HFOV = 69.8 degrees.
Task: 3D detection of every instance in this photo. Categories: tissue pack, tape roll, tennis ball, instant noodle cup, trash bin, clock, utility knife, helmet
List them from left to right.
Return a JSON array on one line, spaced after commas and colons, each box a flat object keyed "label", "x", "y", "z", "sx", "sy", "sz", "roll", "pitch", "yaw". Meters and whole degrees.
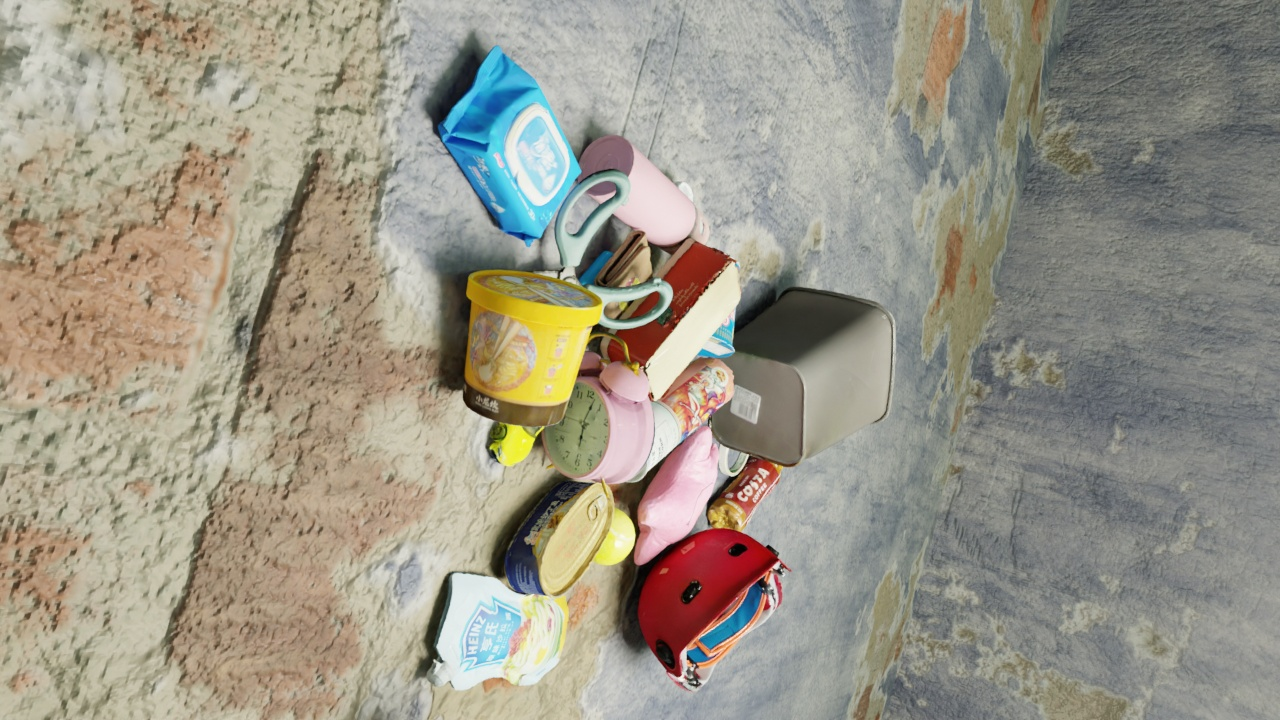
[{"label": "tissue pack", "x": -0.107, "y": -0.179, "z": 0.786, "sx": 0.094, "sy": 0.052, "sz": 0.157, "roll": -62, "pitch": 147, "yaw": -23}, {"label": "instant noodle cup", "x": -0.101, "y": -0.011, "z": 0.811, "sx": 0.118, "sy": 0.118, "sz": 0.114, "roll": -13, "pitch": 121, "yaw": -57}, {"label": "utility knife", "x": -0.072, "y": -0.051, "z": 0.931, "sx": 0.178, "sy": 0.018, "sz": 0.034, "roll": -52, "pitch": 143, "yaw": -34}, {"label": "clock", "x": -0.043, "y": 0.050, "z": 0.928, "sx": 0.059, "sy": 0.117, "sz": 0.158, "roll": 4, "pitch": 100, "yaw": -48}, {"label": "tennis ball", "x": -0.039, "y": 0.199, "z": 1.042, "sx": 0.065, "sy": 0.065, "sz": 0.065, "roll": -30, "pitch": 127, "yaw": -51}, {"label": "instant noodle cup", "x": 0.074, "y": -0.071, "z": 1.101, "sx": 0.099, "sy": 0.099, "sz": 0.109, "roll": 34, "pitch": 65, "yaw": -58}, {"label": "helmet", "x": 0.080, "y": 0.296, "z": 1.179, "sx": 0.206, "sy": 0.144, "sz": 0.240, "roll": -38, "pitch": 152, "yaw": -21}, {"label": "tape roll", "x": 0.141, "y": 0.129, "z": 1.362, "sx": 0.085, "sy": 0.014, "sz": 0.086, "roll": -30, "pitch": 127, "yaw": -51}, {"label": "trash bin", "x": 0.218, "y": 0.026, "z": 1.291, "sx": 0.219, "sy": 0.199, "sz": 0.199, "roll": -28, "pitch": 123, "yaw": -43}]

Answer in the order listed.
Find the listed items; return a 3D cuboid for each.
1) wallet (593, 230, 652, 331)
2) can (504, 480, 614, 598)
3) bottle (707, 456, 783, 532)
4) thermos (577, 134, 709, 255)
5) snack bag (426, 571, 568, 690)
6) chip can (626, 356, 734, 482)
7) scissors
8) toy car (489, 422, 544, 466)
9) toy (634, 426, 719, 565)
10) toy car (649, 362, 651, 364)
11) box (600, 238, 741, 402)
[{"label": "wallet", "x": -0.014, "y": -0.072, "z": 0.981, "sx": 0.090, "sy": 0.033, "sz": 0.115, "roll": -53, "pitch": 154, "yaw": -27}, {"label": "can", "x": -0.082, "y": 0.184, "z": 0.959, "sx": 0.147, "sy": 0.049, "sz": 0.075, "roll": -51, "pitch": 133, "yaw": -47}, {"label": "bottle", "x": 0.166, "y": 0.193, "z": 1.386, "sx": 0.174, "sy": 0.057, "sz": 0.057, "roll": -42, "pitch": 135, "yaw": -44}, {"label": "thermos", "x": 0.012, "y": -0.176, "z": 0.975, "sx": 0.198, "sy": 0.067, "sz": 0.087, "roll": 25, "pitch": 68, "yaw": -58}, {"label": "snack bag", "x": -0.142, "y": 0.277, "z": 0.933, "sx": 0.191, "sy": 0.039, "sz": 0.110, "roll": 29, "pitch": 80, "yaw": -57}, {"label": "chip can", "x": 0.035, "y": 0.065, "z": 1.105, "sx": 0.214, "sy": 0.071, "sz": 0.071, "roll": -35, "pitch": 131, "yaw": -49}, {"label": "scissors", "x": -0.036, "y": -0.104, "z": 0.884, "sx": 0.170, "sy": 0.019, "sz": 0.179, "roll": 2, "pitch": 115, "yaw": -26}, {"label": "toy car", "x": -0.110, "y": 0.055, "z": 0.898, "sx": 0.105, "sy": 0.032, "sz": 0.048, "roll": -65, "pitch": 148, "yaw": -15}, {"label": "toy", "x": 0.050, "y": 0.172, "z": 1.169, "sx": 0.194, "sy": 0.075, "sz": 0.179, "roll": -52, "pitch": 158, "yaw": -32}, {"label": "toy car", "x": -0.006, "y": 0.006, "z": 1.050, "sx": 0.042, "sy": 0.034, "sz": 0.091, "roll": -36, "pitch": 130, "yaw": -43}, {"label": "box", "x": 0.042, "y": -0.039, "z": 0.988, "sx": 0.168, "sy": 0.077, "sz": 0.091, "roll": -50, "pitch": 152, "yaw": -19}]
